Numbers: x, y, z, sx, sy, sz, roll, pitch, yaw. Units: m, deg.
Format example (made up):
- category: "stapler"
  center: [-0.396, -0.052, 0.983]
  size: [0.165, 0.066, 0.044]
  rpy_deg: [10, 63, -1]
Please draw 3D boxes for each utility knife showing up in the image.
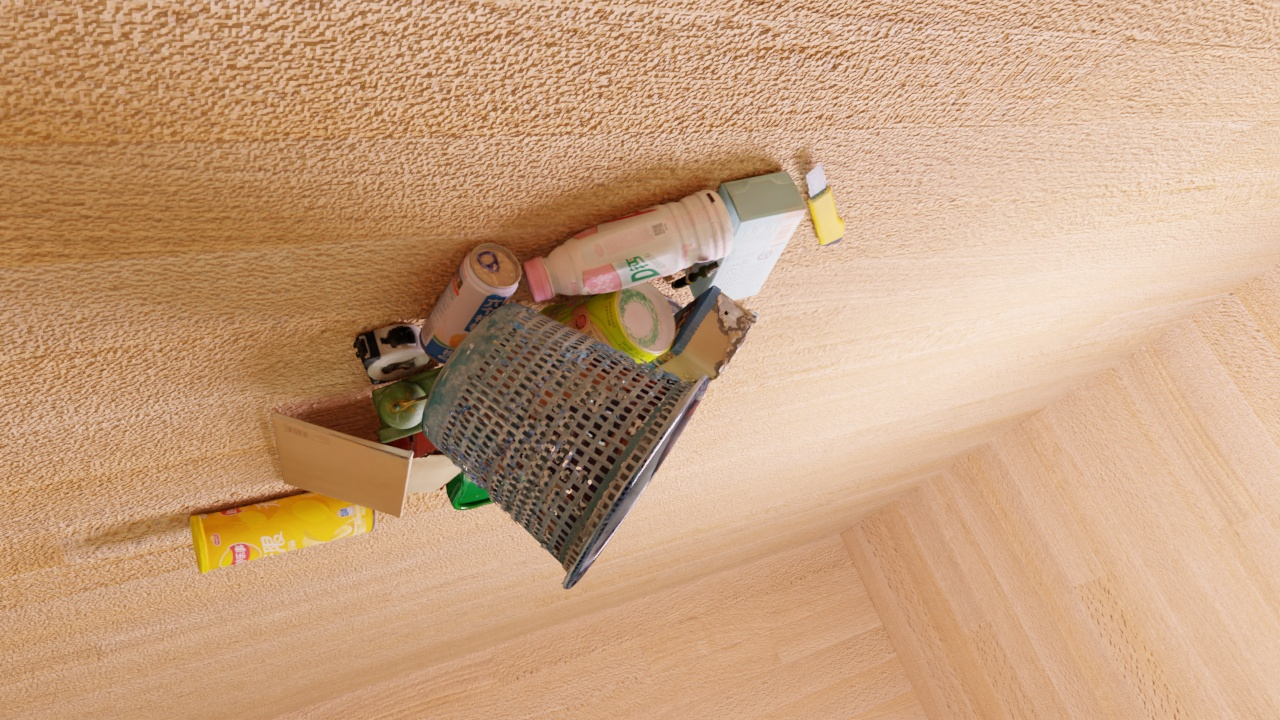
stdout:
- category: "utility knife"
  center: [0.200, -0.167, 0.995]
  size: [0.033, 0.015, 0.215]
  rpy_deg: [-25, 161, 9]

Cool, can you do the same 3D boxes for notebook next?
- category: "notebook"
  center: [-0.340, 0.125, 1.049]
  size: [0.149, 0.012, 0.212]
  rpy_deg: [18, 150, -8]

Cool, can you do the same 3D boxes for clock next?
- category: "clock"
  center: [-0.219, 0.040, 0.951]
  size: [0.116, 0.056, 0.161]
  rpy_deg: [-21, -177, -24]

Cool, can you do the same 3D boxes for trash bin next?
- category: "trash bin"
  center: [-0.078, 0.057, 0.831]
  size: [0.226, 0.195, 0.227]
  rpy_deg: [-55, 173, -11]

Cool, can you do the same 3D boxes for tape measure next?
- category: "tape measure"
  center: [-0.244, -0.008, 0.910]
  size: [0.066, 0.033, 0.066]
  rpy_deg: [-18, 160, -10]

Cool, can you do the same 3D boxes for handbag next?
- category: "handbag"
  center: [-0.209, 0.148, 1.283]
  size: [0.131, 0.068, 0.120]
  rpy_deg: [-11, 149, -26]

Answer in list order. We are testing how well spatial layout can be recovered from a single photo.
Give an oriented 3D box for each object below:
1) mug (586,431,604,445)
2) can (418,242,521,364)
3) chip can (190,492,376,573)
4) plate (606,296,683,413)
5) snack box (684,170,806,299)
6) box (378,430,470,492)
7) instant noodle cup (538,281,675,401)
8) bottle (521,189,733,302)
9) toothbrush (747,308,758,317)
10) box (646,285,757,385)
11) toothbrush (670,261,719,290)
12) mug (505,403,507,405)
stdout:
- category: "mug"
  center: [-0.048, 0.071, 1.160]
  size: [0.106, 0.082, 0.112]
  rpy_deg: [18, 172, -27]
- category: "can"
  center: [-0.161, -0.051, 0.861]
  size: [0.053, 0.053, 0.135]
  rpy_deg: [-6, 153, -38]
- category: "chip can"
  center: [-0.451, 0.210, 1.166]
  size: [0.213, 0.072, 0.072]
  rpy_deg: [-9, 155, -31]
- category: "plate"
  center: [-0.006, 0.006, 1.083]
  size: [0.179, 0.024, 0.180]
  rpy_deg: [-18, 121, -34]
- category: "snack box"
  center: [0.105, -0.123, 0.958]
  size: [0.074, 0.051, 0.175]
  rpy_deg: [-14, 157, -18]
- category: "box"
  center: [-0.257, 0.118, 1.096]
  size: [0.091, 0.077, 0.169]
  rpy_deg: [2, 157, -30]
- category: "instant noodle cup"
  center: [-0.033, -0.027, 0.933]
  size: [0.111, 0.111, 0.124]
  rpy_deg: [0, 162, -45]
- category: "bottle"
  center: [-0.013, -0.104, 0.868]
  size: [0.197, 0.068, 0.068]
  rpy_deg: [-18, 158, -8]
- category: "toothbrush"
  center: [0.074, -0.007, 1.241]
  size: [0.027, 0.026, 0.225]
  rpy_deg: [25, 133, -30]
- category: "box"
  center: [0.054, -0.014, 0.993]
  size: [0.089, 0.061, 0.185]
  rpy_deg: [-56, -171, -19]
- category: "toothbrush"
  center: [0.054, -0.086, 0.950]
  size: [0.017, 0.012, 0.186]
  rpy_deg: [-30, -176, -7]
- category: "mug"
  center: [-0.135, 0.038, 1.083]
  size: [0.124, 0.083, 0.104]
  rpy_deg: [26, 132, -31]
